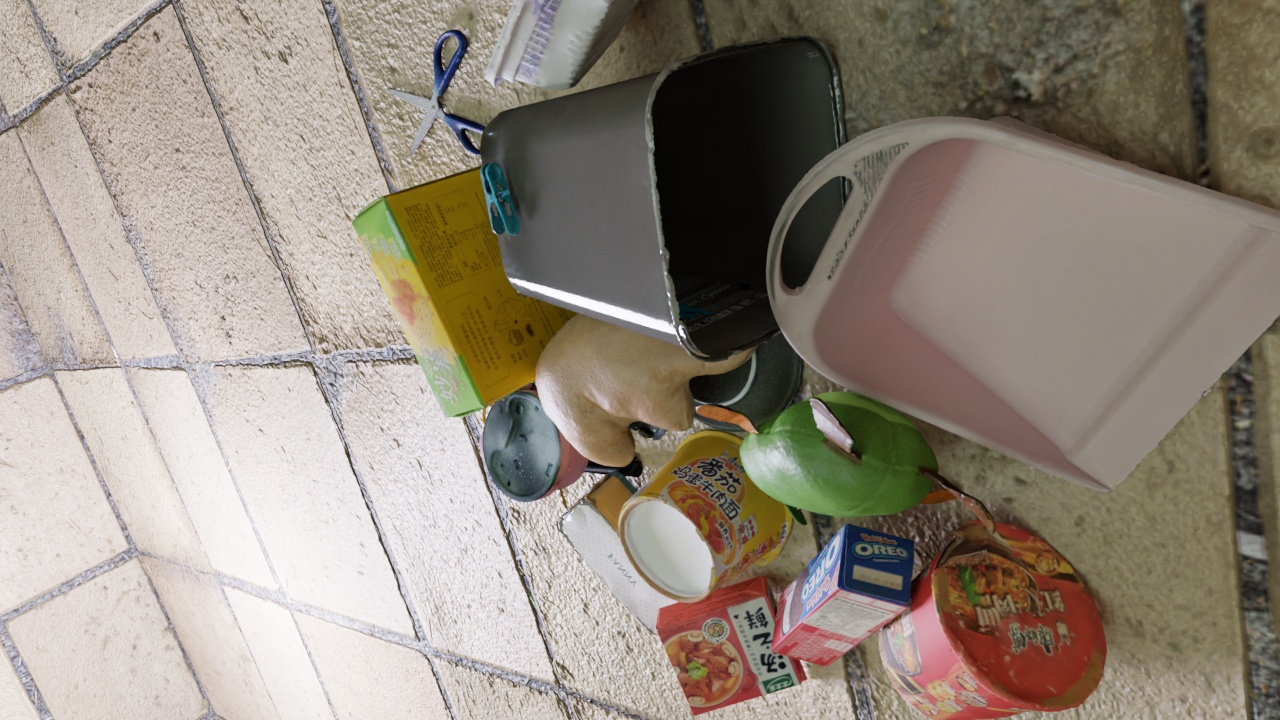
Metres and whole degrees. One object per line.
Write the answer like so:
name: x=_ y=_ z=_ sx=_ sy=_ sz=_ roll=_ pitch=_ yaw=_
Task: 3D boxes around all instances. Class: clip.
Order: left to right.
clip: x=-0.105 y=-0.120 z=0.682 sx=0.038 sy=0.013 sz=0.055 roll=13 pitch=123 yaw=52

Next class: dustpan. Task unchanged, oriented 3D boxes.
dustpan: x=0.224 y=-0.031 z=0.573 sx=0.273 sy=0.138 sz=0.223 roll=37 pitch=132 yaw=23

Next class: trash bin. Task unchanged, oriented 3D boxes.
trash bin: x=0.012 y=-0.122 z=0.688 sx=0.220 sy=0.198 sz=0.199 roll=10 pitch=117 yaw=46

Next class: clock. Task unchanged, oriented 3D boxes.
clock: x=-0.121 y=0.080 z=0.987 sx=0.158 sy=0.059 sz=0.117 roll=34 pitch=112 yaw=32

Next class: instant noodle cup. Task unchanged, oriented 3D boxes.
instant noodle cup: x=-0.038 y=-0.272 z=0.674 sx=0.060 sy=0.173 sz=0.138 roll=33 pitch=135 yaw=-4
instant noodle cup: x=0.055 y=0.148 z=0.847 sx=0.138 sy=0.109 sz=0.138 roll=20 pitch=125 yaw=32
instant noodle cup: x=0.254 y=0.206 z=0.687 sx=0.138 sy=0.137 sz=0.109 roll=46 pitch=143 yaw=14

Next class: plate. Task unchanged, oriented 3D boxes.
plate: x=0.060 y=-0.014 z=0.815 sx=0.180 sy=0.024 sz=0.180 roll=21 pitch=125 yaw=34

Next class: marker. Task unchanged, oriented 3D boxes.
marker: x=-0.052 y=0.111 z=0.989 sx=0.132 sy=0.020 sz=0.022 roll=-1 pitch=107 yaw=42

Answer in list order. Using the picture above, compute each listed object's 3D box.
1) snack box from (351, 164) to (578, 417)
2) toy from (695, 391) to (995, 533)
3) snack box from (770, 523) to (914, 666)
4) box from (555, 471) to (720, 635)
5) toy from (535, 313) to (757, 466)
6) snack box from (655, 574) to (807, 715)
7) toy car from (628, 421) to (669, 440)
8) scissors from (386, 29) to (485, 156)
snack box: x=-0.157 y=-0.071 z=0.884 sx=0.070 sy=0.157 sz=0.210 roll=-16 pitch=101 yaw=46
toy: x=0.146 y=0.073 z=0.690 sx=0.227 sy=0.090 sz=0.247 roll=24 pitch=168 yaw=-11
snack box: x=0.163 y=0.199 z=0.758 sx=0.058 sy=0.057 sz=0.208 roll=16 pitch=150 yaw=1
box: x=0.000 y=0.207 z=0.956 sx=0.184 sy=0.059 sz=0.090 roll=48 pitch=137 yaw=-1
toy: x=-0.005 y=0.005 z=0.807 sx=0.143 sy=0.082 sz=0.227 roll=49 pitch=130 yaw=-7
snack box: x=0.091 y=0.287 z=0.890 sx=0.113 sy=0.044 sz=0.127 roll=-21 pitch=103 yaw=10
toy car: x=-0.018 y=0.034 z=0.902 sx=0.121 sy=0.036 sz=0.054 roll=26 pitch=127 yaw=29
scissors: x=-0.201 y=-0.259 z=0.928 sx=0.176 sy=0.012 sz=0.163 roll=39 pitch=134 yaw=22
